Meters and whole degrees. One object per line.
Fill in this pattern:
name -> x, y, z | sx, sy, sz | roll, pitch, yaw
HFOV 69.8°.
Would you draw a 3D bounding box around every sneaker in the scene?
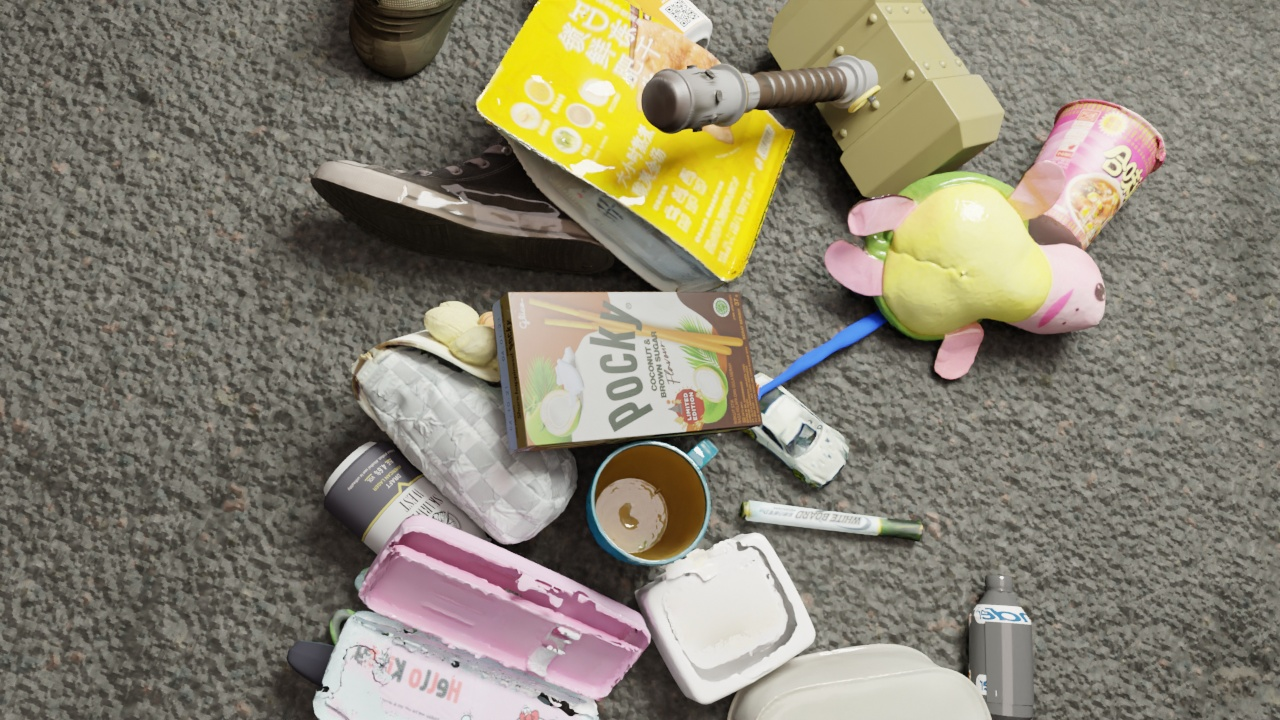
sneaker -> -0.165, -0.360, 0.743 | 0.101, 0.143, 0.237 | 30, 74, 1
sneaker -> -0.131, -0.148, 0.722 | 0.235, 0.095, 0.119 | 6, 73, -3

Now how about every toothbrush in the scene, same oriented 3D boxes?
toothbrush -> 0.144, -0.007, 0.741 | 0.182, 0.018, 0.016 | -28, 40, -25

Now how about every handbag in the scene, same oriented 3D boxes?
handbag -> 0.160, 0.314, 0.648 | 0.200, 0.093, 0.199 | -8, 85, -9
handbag -> -0.106, 0.039, 0.662 | 0.123, 0.112, 0.171 | -44, 87, 11

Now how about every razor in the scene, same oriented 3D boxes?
razor -> -0.179, 0.230, 0.640 | 0.143, 0.047, 0.052 | 19, 69, 0

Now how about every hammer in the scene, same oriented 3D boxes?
hammer -> 0.120, -0.204, 0.681 | 0.323, 0.101, 0.190 | -21, 78, -43

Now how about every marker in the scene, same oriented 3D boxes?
marker -> 0.151, 0.127, 0.726 | 0.146, 0.017, 0.017 | 7, 75, -5

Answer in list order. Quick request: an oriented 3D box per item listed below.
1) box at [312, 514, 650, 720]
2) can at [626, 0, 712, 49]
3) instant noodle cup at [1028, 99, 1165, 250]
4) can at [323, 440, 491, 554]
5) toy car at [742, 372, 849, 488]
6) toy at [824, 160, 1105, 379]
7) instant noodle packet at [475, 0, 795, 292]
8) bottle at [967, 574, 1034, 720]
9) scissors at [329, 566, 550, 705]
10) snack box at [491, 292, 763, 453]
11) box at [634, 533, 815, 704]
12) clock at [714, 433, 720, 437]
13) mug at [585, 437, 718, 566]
box -> -0.103, 0.201, 0.625 | 0.201, 0.073, 0.149 | 30, 80, -21
can -> -0.012, -0.299, 0.779 | 0.142, 0.079, 0.079 | 45, 75, 5
instant noodle cup -> 0.373, -0.149, 0.787 | 0.097, 0.098, 0.108 | 37, 83, 3
can -> -0.165, 0.119, 0.665 | 0.127, 0.064, 0.064 | 40, 75, 4
toy car -> 0.120, 0.055, 0.733 | 0.105, 0.033, 0.048 | 40, 73, 3
toy -> 0.270, -0.077, 0.743 | 0.238, 0.087, 0.190 | 12, 113, -8
instant noodle packet -> -0.005, -0.173, 0.692 | 0.221, 0.084, 0.162 | 36, 61, -23
bottle -> 0.275, 0.221, 0.702 | 0.047, 0.047, 0.112 | 6, 75, -6
scissors -> -0.146, 0.223, 0.670 | 0.175, 0.033, 0.078 | 35, 79, 4
snack box -> -0.006, 0.005, 0.643 | 0.185, 0.032, 0.101 | -3, 78, -30
box -> 0.063, 0.184, 0.672 | 0.107, 0.076, 0.102 | -25, 81, -14
clock -> -0.004, 0.004, 0.716 | 0.157, 0.061, 0.103 | 12, 75, -12
mug -> 0.011, 0.099, 0.671 | 0.112, 0.104, 0.084 | -41, 84, -17
